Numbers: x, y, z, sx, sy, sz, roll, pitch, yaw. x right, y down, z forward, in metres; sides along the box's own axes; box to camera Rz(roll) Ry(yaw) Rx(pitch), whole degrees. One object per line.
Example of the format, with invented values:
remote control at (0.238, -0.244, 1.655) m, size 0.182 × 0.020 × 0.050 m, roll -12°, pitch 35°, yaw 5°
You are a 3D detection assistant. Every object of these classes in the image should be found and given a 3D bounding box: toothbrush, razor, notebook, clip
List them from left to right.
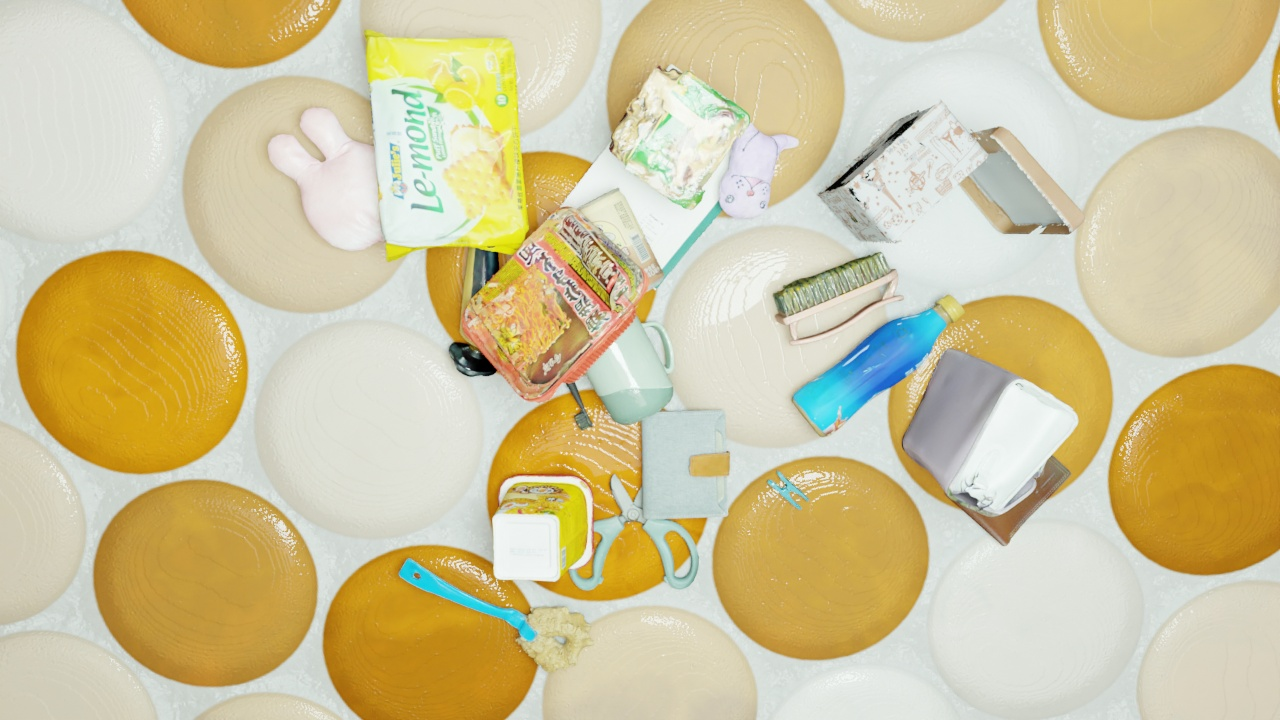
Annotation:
razor at (-0.188, -0.065, 1.060) m, size 0.068 × 0.062 × 0.167 m, roll 7°, pitch 95°, yaw 29°
toothbrush at (-0.103, -0.015, 1.078) m, size 0.027 × 0.026 × 0.212 m, roll -24°, pitch 100°, yaw -10°
notebook at (0.026, -0.207, 1.053) m, size 0.150 × 0.012 × 0.209 m, roll 39°, pitch 98°, yaw -8°
clip at (0.180, 0.159, 1.119) m, size 0.057 × 0.014 × 0.045 m, roll 40°, pitch 95°, yaw -6°

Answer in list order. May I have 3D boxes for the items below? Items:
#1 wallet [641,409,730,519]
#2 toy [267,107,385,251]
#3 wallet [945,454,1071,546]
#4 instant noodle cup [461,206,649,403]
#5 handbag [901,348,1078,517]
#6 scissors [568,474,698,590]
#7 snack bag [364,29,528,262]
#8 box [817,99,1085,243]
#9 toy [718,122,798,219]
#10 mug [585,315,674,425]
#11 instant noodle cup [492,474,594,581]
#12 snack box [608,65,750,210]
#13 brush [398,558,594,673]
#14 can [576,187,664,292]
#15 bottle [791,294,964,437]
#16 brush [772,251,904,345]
wallet at (0.054, 0.124, 1.093) m, size 0.106 × 0.037 × 0.130 m, roll -1°, pitch 94°, yaw -2°
toy at (-0.333, -0.202, 1.026) m, size 0.121 × 0.054 × 0.159 m, roll -39°, pitch 104°, yaw -1°
wallet at (0.447, 0.151, 1.114) m, size 0.101 × 0.032 × 0.124 m, roll 38°, pitch 98°, yaw -9°
instant noodle cup at (-0.087, -0.054, 0.992) m, size 0.189 × 0.079 × 0.164 m, roll -45°, pitch 58°, yaw 4°
handbag at (0.373, 0.078, 1.015) m, size 0.098 × 0.197 × 0.145 m, roll 33°, pitch 98°, yaw -6°
scissors at (0.002, 0.228, 1.127) m, size 0.181 × 0.019 × 0.170 m, roll 30°, pitch 97°, yaw -5°
snack bag at (-0.210, -0.234, 1.000) m, size 0.158 × 0.068 × 0.246 m, roll -5°, pitch 95°, yaw -15°
box at (0.316, -0.165, 0.982) m, size 0.157 × 0.181 × 0.197 m, roll -44°, pitch 97°, yaw 4°
toy at (0.126, -0.210, 1.031) m, size 0.083 × 0.039 × 0.108 m, roll 12°, pitch 101°, yaw -16°
mug at (-0.006, 0.006, 1.062) m, size 0.111 × 0.082 × 0.106 m, roll -33°, pitch 100°, yaw -27°
instant noodle cup at (-0.118, 0.198, 1.058) m, size 0.116 × 0.123 × 0.116 m, roll 0°, pitch 96°, yaw 7°
snack box at (0.035, -0.242, 0.986) m, size 0.117 × 0.105 × 0.118 m, roll 33°, pitch 100°, yaw -11°
brush at (-0.175, 0.307, 1.119) m, size 0.254 × 0.046 × 0.083 m, roll 28°, pitch 102°, yaw -11°
can at (-0.023, -0.130, 1.032) m, size 0.058 × 0.058 × 0.116 m, roll -27°, pitch 102°, yaw 4°
bottle at (0.279, 0.002, 1.067) m, size 0.219 × 0.065 × 0.065 m, roll -38°, pitch 98°, yaw 6°
brush at (0.228, -0.071, 1.056) m, size 0.145 × 0.063 × 0.073 m, roll -22°, pitch 95°, yaw 1°
